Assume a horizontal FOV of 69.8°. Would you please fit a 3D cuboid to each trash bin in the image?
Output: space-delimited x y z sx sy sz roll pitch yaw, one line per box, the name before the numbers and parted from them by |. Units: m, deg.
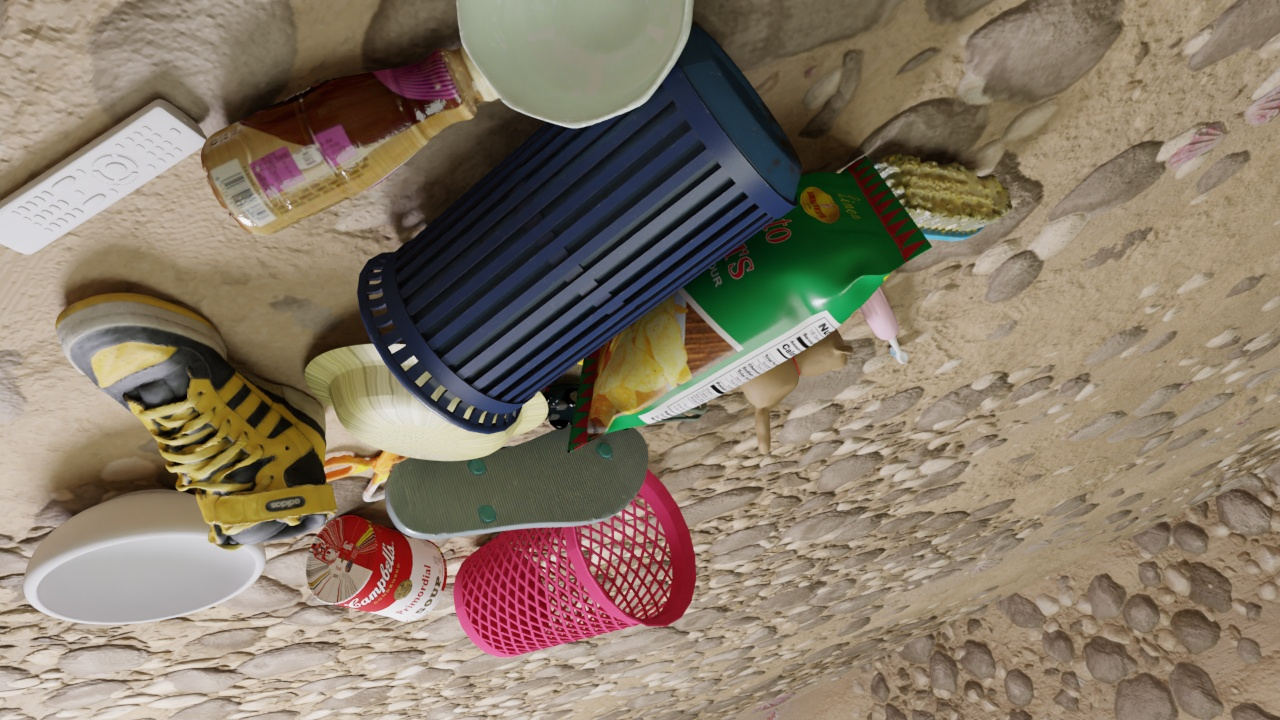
trash bin | -0.034 -0.078 0.554 0.250 0.139 0.139 -35 147 21

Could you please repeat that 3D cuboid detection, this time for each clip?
clip | 0.032 0.043 0.900 0.078 0.023 0.051 -9 149 -15

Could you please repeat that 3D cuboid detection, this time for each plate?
plate | -0.165 0.045 0.703 0.184 0.036 0.185 4 155 2

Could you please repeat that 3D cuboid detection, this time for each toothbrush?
toothbrush | 0.229 -0.041 0.877 0.027 0.026 0.222 -46 146 2

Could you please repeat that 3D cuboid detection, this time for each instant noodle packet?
instant noodle packet | 0.061 -0.047 0.635 0.253 0.195 0.090 -30 113 16

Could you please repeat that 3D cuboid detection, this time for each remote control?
remote control | -0.294 -0.097 0.489 0.131 0.012 0.033 -27 151 11

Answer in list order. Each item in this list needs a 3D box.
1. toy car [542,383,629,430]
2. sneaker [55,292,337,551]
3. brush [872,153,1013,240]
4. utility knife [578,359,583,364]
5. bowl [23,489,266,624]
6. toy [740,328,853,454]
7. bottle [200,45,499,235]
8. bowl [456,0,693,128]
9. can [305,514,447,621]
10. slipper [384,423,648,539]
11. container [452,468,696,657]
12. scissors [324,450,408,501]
toy car | -0.041 0.039 0.836 0.112 0.034 0.046 3 142 -33
sneaker | -0.293 0.056 0.628 0.086 0.122 0.238 -26 150 6
brush | 0.223 -0.120 0.722 0.135 0.055 0.075 0 166 -31
utility knife | -0.005 0.005 0.826 0.031 0.018 0.190 -31 152 34
bowl | -0.412 0.156 0.771 0.176 0.066 0.177 -15 149 -9
toy | 0.132 0.001 0.829 0.108 0.134 0.105 -23 -169 2
bottle | -0.145 -0.125 0.488 0.166 0.059 0.060 -25 150 3
bowl | -0.025 -0.175 0.448 0.118 0.117 0.061 -34 -176 23
can | -0.264 0.212 0.929 0.087 0.086 0.116 -28 148 13
slipper | -0.106 0.119 0.842 0.268 0.098 0.055 -8 157 -38
container | -0.085 0.230 0.999 0.226 0.183 0.183 -31 149 32
scissors | -0.235 0.097 0.836 0.125 0.011 0.128 -15 150 -14
